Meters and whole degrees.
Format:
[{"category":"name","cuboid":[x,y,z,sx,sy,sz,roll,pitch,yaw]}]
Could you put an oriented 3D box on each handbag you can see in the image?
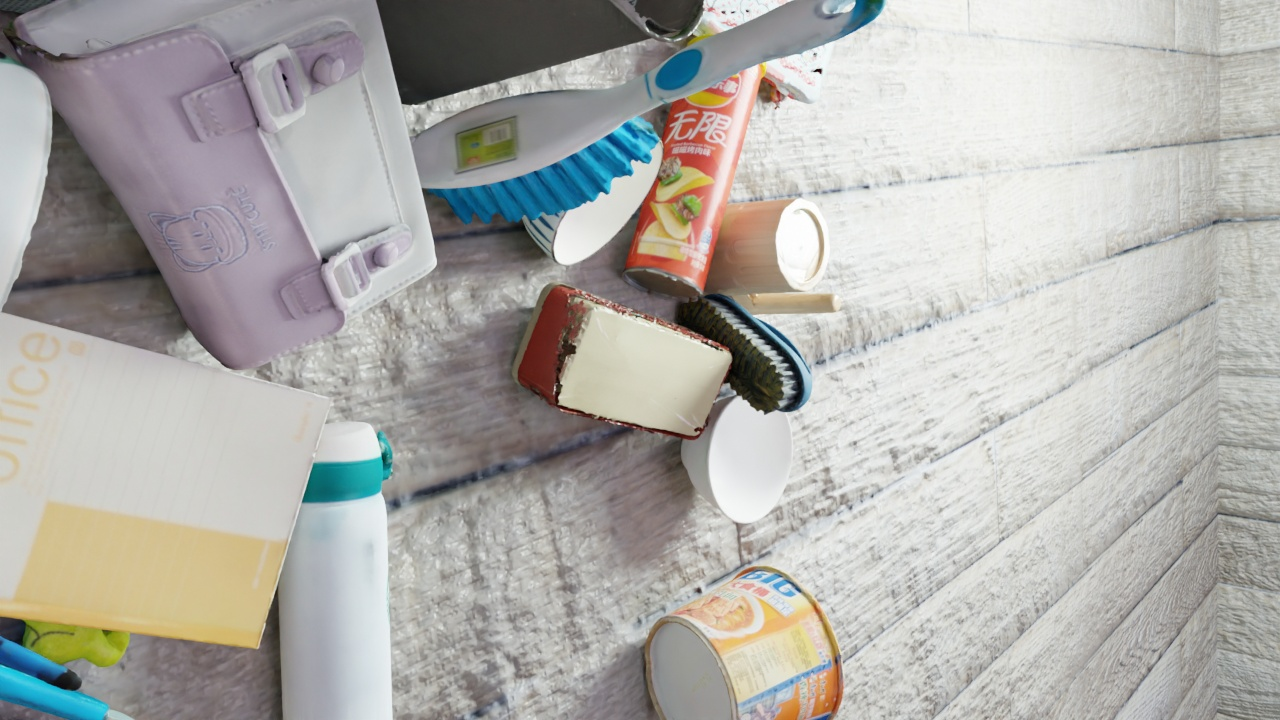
[{"category":"handbag","cuboid":[-0.193,-0.101,0.471,0.144,0.098,0.197,-37,148,-25]}]

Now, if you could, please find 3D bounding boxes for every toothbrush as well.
[{"category":"toothbrush","cuboid":[-0.343,0.108,0.414,0.189,0.016,0.014,40,81,-25]}]

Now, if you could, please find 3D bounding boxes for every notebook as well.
[{"category":"notebook","cuboid":[-0.279,0.061,0.467,0.206,0.010,0.145,19,80,-28]}]

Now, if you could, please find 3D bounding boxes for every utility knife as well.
[{"category":"utility knife","cuboid":[-0.316,0.163,0.462,0.185,0.034,0.018,46,52,-39]}]

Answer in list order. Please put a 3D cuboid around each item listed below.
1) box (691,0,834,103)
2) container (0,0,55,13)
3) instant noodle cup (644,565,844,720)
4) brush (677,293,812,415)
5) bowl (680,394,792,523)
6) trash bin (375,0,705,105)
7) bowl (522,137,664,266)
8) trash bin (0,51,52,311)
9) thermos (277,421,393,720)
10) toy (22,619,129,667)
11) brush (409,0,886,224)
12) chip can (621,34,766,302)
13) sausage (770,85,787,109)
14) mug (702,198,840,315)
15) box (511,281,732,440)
[{"category":"box","cuboid":[0.098,-0.300,0.812,0.201,0.048,0.086,18,81,-38]},{"category":"container","cuboid":[-0.278,-0.211,0.433,0.111,0.090,0.090,-2,95,-48]},{"category":"instant noodle cup","cuboid":[0.081,0.264,0.789,0.111,0.152,0.151,-9,99,-36]},{"category":"brush","cuboid":[0.096,-0.009,0.786,0.073,0.144,0.055,-8,129,-39]},{"category":"bowl","cuboid":[0.075,0.082,0.818,0.118,0.065,0.118,-3,95,-45]},{"category":"trash bin","cuboid":[-0.092,-0.262,0.505,0.198,0.220,0.198,33,61,-40]},{"category":"bowl","cuboid":[-0.045,-0.134,0.669,0.066,0.117,0.116,42,53,13]},{"category":"trash bin","cuboid":[-0.357,-0.069,0.279,0.251,0.230,0.229,25,75,-48]},{"category":"thermos","cuboid":[-0.185,0.150,0.564,0.073,0.073,0.224,-4,96,-45]},{"category":"toy","cuboid":[-0.282,0.113,0.491,0.099,0.031,0.097,-22,108,-37]},{"category":"brush","cuboid":[-0.010,-0.142,0.534,0.109,0.315,0.060,19,65,-66]},{"category":"chip can","cuboid":[0.045,-0.161,0.767,0.073,0.073,0.216,27,75,-42]},{"category":"sausage","cuboid":[0.149,-0.316,0.894,0.020,0.020,0.155,24,77,-43]},{"category":"mug","cuboid":[0.110,-0.085,0.814,0.124,0.104,0.084,51,59,-33]},{"category":"box","cuboid":[-0.004,0.004,0.710,0.168,0.077,0.091,17,97,-43]}]
